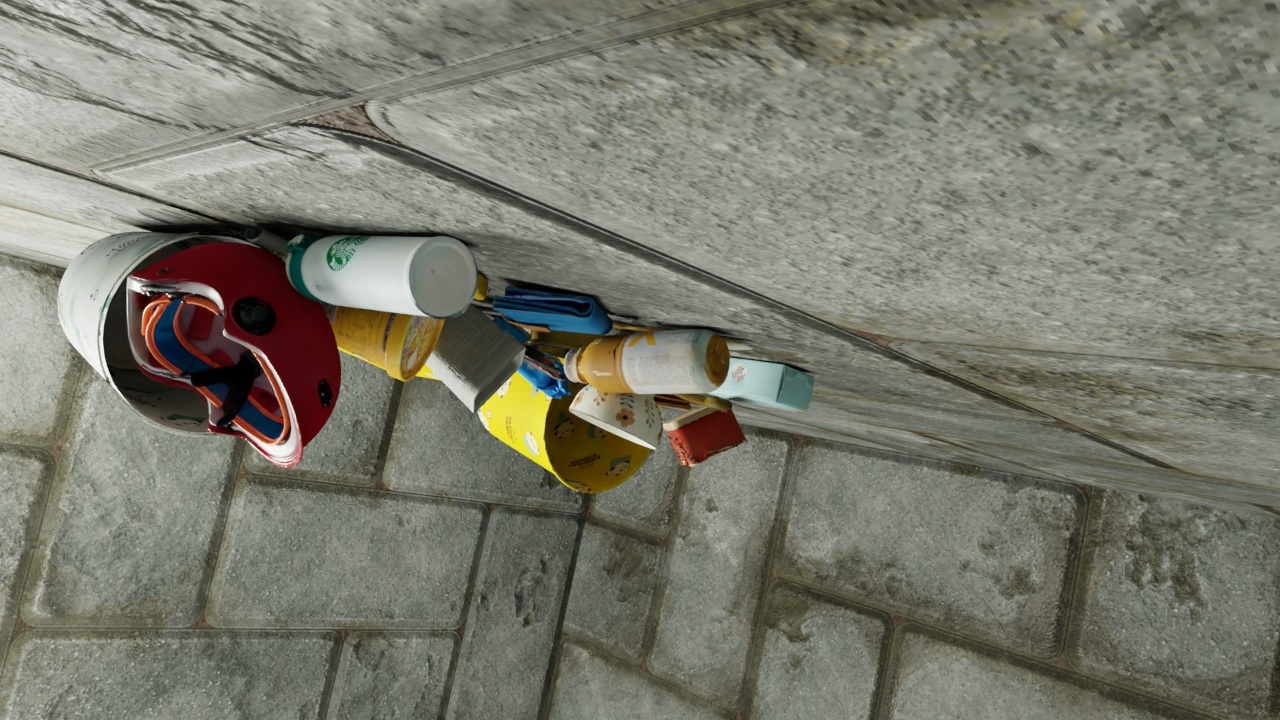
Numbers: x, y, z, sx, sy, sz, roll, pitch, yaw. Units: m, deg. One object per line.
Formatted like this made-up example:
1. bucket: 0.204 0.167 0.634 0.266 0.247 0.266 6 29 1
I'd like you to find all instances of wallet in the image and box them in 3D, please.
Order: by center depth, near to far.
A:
1. wallet: -0.089 -0.049 0.958 0.106 0.040 0.133 7 175 6
2. wallet: 0.014 0.043 1.265 0.107 0.031 0.132 11 -176 -19

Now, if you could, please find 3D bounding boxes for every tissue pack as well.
1. tissue pack: -0.158 -0.004 1.327 0.157 0.052 0.095 40 179 8

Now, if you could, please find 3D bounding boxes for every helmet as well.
1. helmet: -0.385 -0.020 0.922 0.240 0.143 0.208 39 140 2

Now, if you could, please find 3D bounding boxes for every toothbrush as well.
1. toothbrush: 0.037 -0.025 1.027 0.192 0.018 0.016 9 177 29

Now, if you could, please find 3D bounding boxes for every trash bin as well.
1. trash bin: -0.553 -0.049 1.087 0.252 0.229 0.229 15 178 43
2. trash bin: -0.134 0.077 1.534 0.229 0.229 0.256 16 179 -41

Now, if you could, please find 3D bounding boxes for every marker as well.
1. marker: -0.372 -0.119 0.952 0.022 0.018 0.130 21 177 9

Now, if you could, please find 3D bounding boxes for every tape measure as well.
1. tape measure: -0.183 -0.076 0.915 0.057 0.029 0.060 13 175 1

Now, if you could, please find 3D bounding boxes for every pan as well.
1. pan: -0.007 0.007 1.151 0.197 0.078 0.358 15 175 -38

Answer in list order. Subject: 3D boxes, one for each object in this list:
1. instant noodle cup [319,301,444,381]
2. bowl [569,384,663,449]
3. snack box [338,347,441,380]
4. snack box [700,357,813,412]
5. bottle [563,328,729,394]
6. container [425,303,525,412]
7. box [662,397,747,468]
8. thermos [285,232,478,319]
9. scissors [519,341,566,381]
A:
1. instant noodle cup: -0.290 -0.050 1.012 0.114 0.118 0.118 19 176 4
2. bowl: -0.020 0.055 1.076 0.113 0.062 0.113 25 172 3
3. snack box: -0.335 -0.033 1.243 0.210 0.070 0.157 7 164 42
4. snack box: 0.133 0.027 1.197 0.175 0.051 0.074 8 172 42
5. bottle: 0.002 0.003 0.995 0.190 0.068 0.068 -2 169 33
6. container: -0.213 -0.013 1.119 0.114 0.090 0.090 42 160 3
7. box: 0.085 0.104 1.223 0.091 0.080 0.168 -24 176 -3
8. thermos: -0.238 -0.079 0.804 0.225 0.073 0.073 8 174 43
9. scissors: -0.185 -0.027 1.213 0.226 0.015 0.189 33 173 -24
